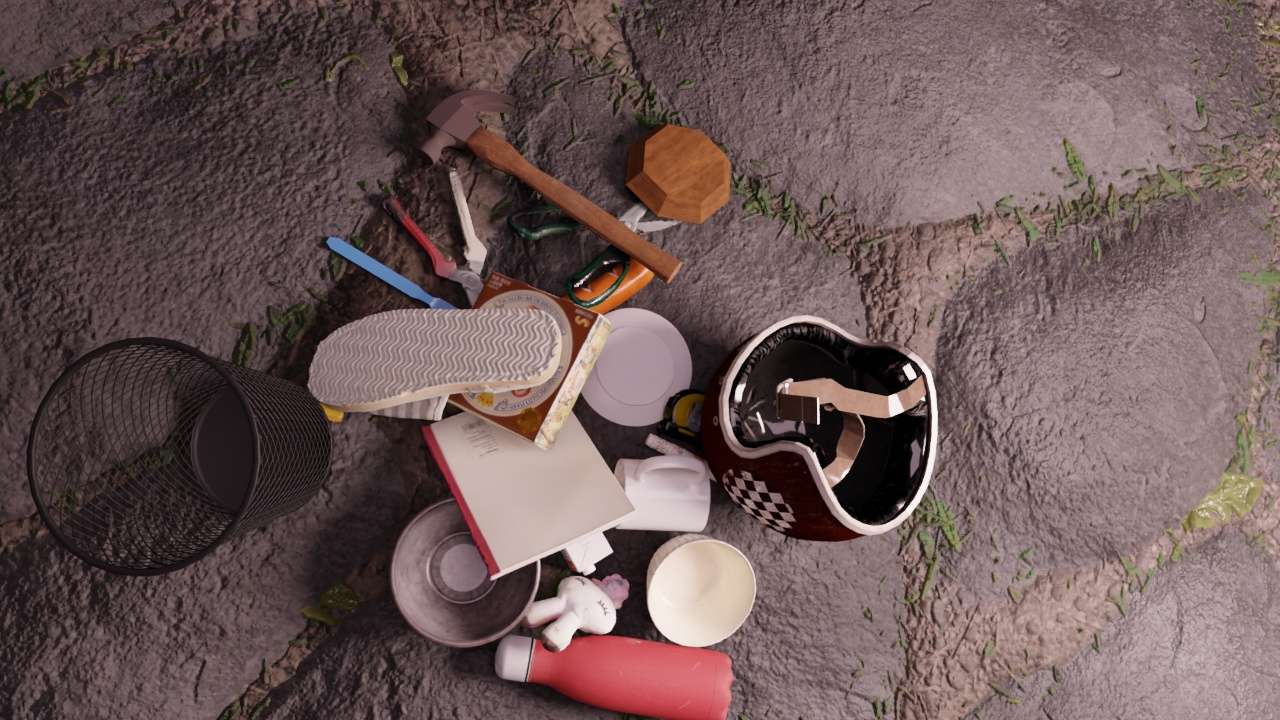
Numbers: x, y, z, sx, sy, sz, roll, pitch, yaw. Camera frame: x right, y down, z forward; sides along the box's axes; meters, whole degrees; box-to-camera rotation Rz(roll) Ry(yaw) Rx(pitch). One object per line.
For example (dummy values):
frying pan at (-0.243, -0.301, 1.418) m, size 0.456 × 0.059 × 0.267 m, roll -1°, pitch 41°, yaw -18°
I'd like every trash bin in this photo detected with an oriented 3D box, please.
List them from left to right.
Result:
trash bin at (-0.380, 0.080, 0.813) m, size 0.184 × 0.210 × 0.184 m, roll 0°, pitch 87°, yaw 2°

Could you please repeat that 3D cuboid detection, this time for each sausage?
sausage at (-0.054, -0.070, 1.016) m, size 0.164 × 0.039 × 0.044 m, roll -31°, pitch 82°, yaw -16°

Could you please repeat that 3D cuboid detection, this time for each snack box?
snack box at (-0.124, -0.002, 0.945) m, size 0.143 × 0.041 × 0.147 m, roll 23°, pitch 82°, yaw 26°

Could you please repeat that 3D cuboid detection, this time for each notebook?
notebook at (-0.116, 0.109, 0.916) m, size 0.153 × 0.012 × 0.208 m, roll -21°, pitch 46°, yaw -17°

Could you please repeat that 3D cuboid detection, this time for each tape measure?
tape measure at (0.056, 0.062, 1.015) m, size 0.061 × 0.034 × 0.061 m, roll 19°, pitch 82°, yaw -18°

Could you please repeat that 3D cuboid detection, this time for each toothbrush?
toothbrush at (-0.264, -0.086, 0.989) m, size 0.166 × 0.014 × 0.016 m, roll 31°, pitch 75°, yaw -1°

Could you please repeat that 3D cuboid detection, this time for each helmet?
helmet at (0.178, 0.069, 0.925) m, size 0.232 × 0.254 × 0.234 m, roll -36°, pitch 114°, yaw -31°

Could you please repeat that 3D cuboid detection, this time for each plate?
plate at (-0.006, 0.006, 1.027) m, size 0.134 × 0.011 × 0.134 m, roll 2°, pitch 80°, yaw -12°
plate at (0.047, -0.222, 1.061) m, size 0.131 × 0.025 × 0.131 m, roll 5°, pitch 68°, yaw -12°

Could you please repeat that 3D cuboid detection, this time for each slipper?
slipper at (-0.205, 0.001, 0.920) m, size 0.273 × 0.054 × 0.114 m, roll -7°, pitch 67°, yaw 15°

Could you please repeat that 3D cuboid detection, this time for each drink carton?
drink carton at (-0.078, 0.162, 0.958) m, size 0.040 × 0.059 × 0.122 m, roll -29°, pitch 87°, yaw -16°

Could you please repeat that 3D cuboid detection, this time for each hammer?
hammer at (-0.094, -0.186, 1.002) m, size 0.323 × 0.033 × 0.115 m, roll 35°, pitch 70°, yaw 7°

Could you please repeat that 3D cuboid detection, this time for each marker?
marker at (0.072, 0.120, 1.020) m, size 0.145 × 0.017 × 0.017 m, roll 28°, pitch 75°, yaw -6°

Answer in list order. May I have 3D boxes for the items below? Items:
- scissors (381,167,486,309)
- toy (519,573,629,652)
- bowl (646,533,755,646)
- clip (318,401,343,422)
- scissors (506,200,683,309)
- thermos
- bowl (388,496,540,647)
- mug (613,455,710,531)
scissors at (-0.205, -0.123, 1.005) m, size 0.186 × 0.015 × 0.179 m, roll 17°, pitch 77°, yaw -10°
toy at (-0.062, 0.253, 0.942) m, size 0.122 × 0.079 × 0.038 m, roll -21°, pitch 126°, yaw -36°
bowl at (0.056, 0.233, 0.962) m, size 0.115 × 0.062 × 0.115 m, roll -2°, pitch 100°, yaw -13°
clip at (-0.337, 0.065, 0.945) m, size 0.053 × 0.037 × 0.046 m, roll 16°, pitch 64°, yaw -11°
scissors at (-0.058, -0.148, 1.027) m, size 0.180 × 0.015 × 0.205 m, roll 29°, pitch 53°, yaw 15°
thermos at (-0.029, 0.318, 0.934) m, size 0.240 × 0.073 × 0.073 m, roll 10°, pitch 78°, yaw -4°
bowl at (-0.177, 0.209, 0.924) m, size 0.145 × 0.067 × 0.145 m, roll 2°, pitch 79°, yaw -12°
mug at (0.024, 0.132, 0.961) m, size 0.090 × 0.111 × 0.073 m, roll 4°, pitch 53°, yaw -12°
